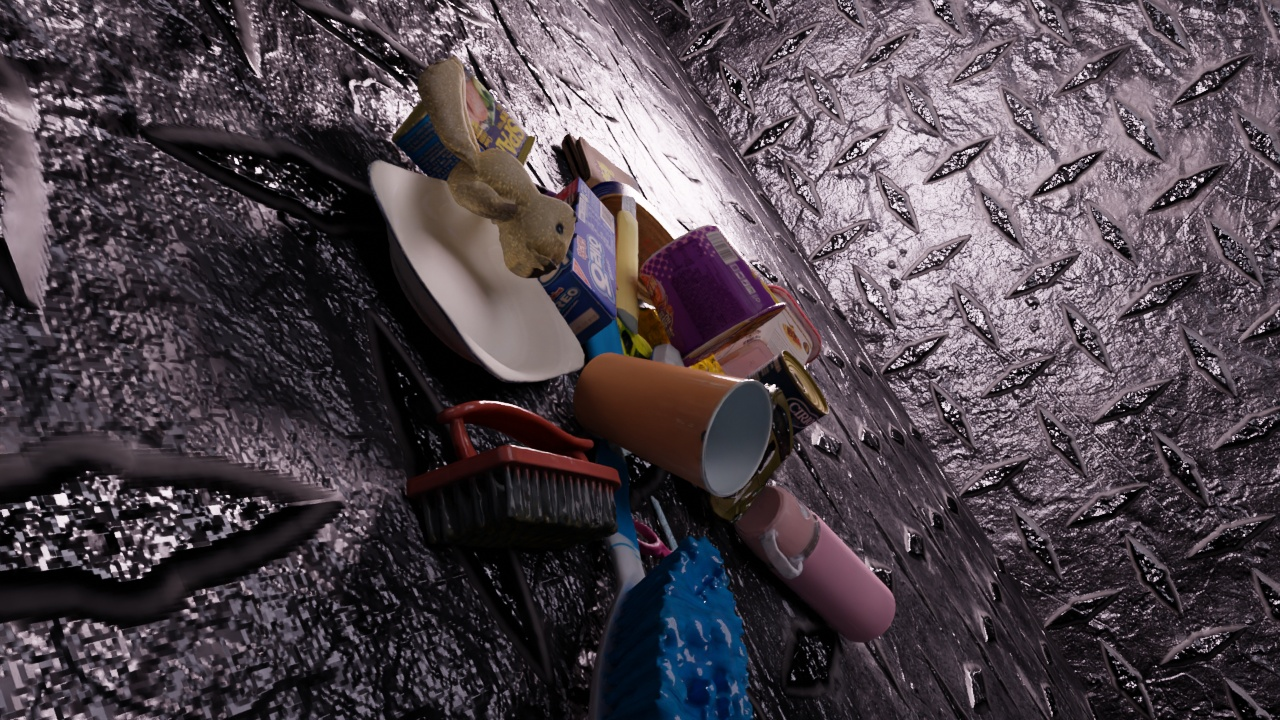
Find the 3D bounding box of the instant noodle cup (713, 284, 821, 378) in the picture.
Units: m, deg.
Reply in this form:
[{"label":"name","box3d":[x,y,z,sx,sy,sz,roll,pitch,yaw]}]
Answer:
[{"label":"instant noodle cup","box3d":[0.143,-0.010,1.098,0.116,0.117,0.124,51,30,-14]}]

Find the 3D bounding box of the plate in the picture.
[{"label":"plate","box3d":[-0.112,-0.050,0.603,0.163,0.034,0.164,58,17,8]}]

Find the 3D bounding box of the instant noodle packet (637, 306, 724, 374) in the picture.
[{"label":"instant noodle packet","box3d":[0.034,-0.008,0.900,0.110,0.044,0.128,59,20,5]}]

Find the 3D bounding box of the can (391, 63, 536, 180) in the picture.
[{"label":"can","box3d":[-0.135,-0.170,0.709,0.083,0.057,0.101,45,30,-25]}]

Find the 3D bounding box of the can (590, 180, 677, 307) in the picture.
[{"label":"can","box3d":[-0.002,-0.120,0.956,0.148,0.075,0.049,45,17,-26]}]

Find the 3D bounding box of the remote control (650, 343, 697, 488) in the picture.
[{"label":"remote control","box3d":[0.037,0.047,0.792,0.049,0.024,0.125,-74,148,-66]}]

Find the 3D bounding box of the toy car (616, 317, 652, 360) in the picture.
[{"label":"toy car","box3d":[-0.005,0.005,0.796,0.048,0.032,0.105,36,27,-48]}]

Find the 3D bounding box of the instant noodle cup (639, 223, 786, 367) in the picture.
[{"label":"instant noodle cup","box3d":[0.058,-0.060,0.824,0.099,0.112,0.111,58,18,8]}]

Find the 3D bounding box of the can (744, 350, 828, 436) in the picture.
[{"label":"can","box3d":[0.118,0.052,0.905,0.075,0.111,0.075,45,21,-23]}]

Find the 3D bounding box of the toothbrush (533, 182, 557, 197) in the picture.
[{"label":"toothbrush","box3d":[-0.112,-0.163,0.844,0.016,0.014,0.188,67,19,10]}]

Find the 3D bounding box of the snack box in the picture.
[{"label":"snack box","box3d":[-0.057,-0.086,0.775,0.057,0.058,0.207,47,19,-25]}]

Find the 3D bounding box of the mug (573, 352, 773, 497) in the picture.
[{"label":"mug","box3d":[0.018,0.036,0.622,0.123,0.078,0.078,17,-10,38]}]

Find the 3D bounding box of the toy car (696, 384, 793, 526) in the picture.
[{"label":"toy car","box3d":[0.095,0.078,0.798,0.157,0.042,0.070,-44,122,-42]}]

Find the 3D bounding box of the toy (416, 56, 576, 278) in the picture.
[{"label":"toy","box3d":[-0.098,-0.127,0.613,0.157,0.066,0.105,60,-1,-11]}]

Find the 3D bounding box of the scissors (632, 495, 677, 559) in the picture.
[{"label":"scissors","box3d":[0.028,0.148,0.654,0.134,0.017,0.133,36,21,-46]}]

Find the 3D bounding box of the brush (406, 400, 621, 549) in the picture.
[{"label":"brush","box3d":[-0.057,0.063,0.498,0.145,0.063,0.069,24,49,-61]}]

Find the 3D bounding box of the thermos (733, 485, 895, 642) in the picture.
[{"label":"thermos","box3d":[0.162,0.193,0.839,0.198,0.067,0.087,45,20,-33]}]

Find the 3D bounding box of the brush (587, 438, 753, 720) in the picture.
[{"label":"brush","box3d":[0.003,0.127,0.524,0.060,0.110,0.313,31,34,-21]}]

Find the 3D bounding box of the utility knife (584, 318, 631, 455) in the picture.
[{"label":"utility knife","box3d":[-0.026,0.007,0.748,0.034,0.018,0.182,3,44,-18]}]

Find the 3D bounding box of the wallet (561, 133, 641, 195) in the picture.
[{"label":"wallet","box3d":[-0.042,-0.213,1.092,0.115,0.033,0.090,30,32,-48]}]

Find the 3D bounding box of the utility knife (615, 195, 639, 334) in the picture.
[{"label":"utility knife","box3d":[-0.010,-0.096,0.841,0.031,0.019,0.183,36,43,-33]}]
